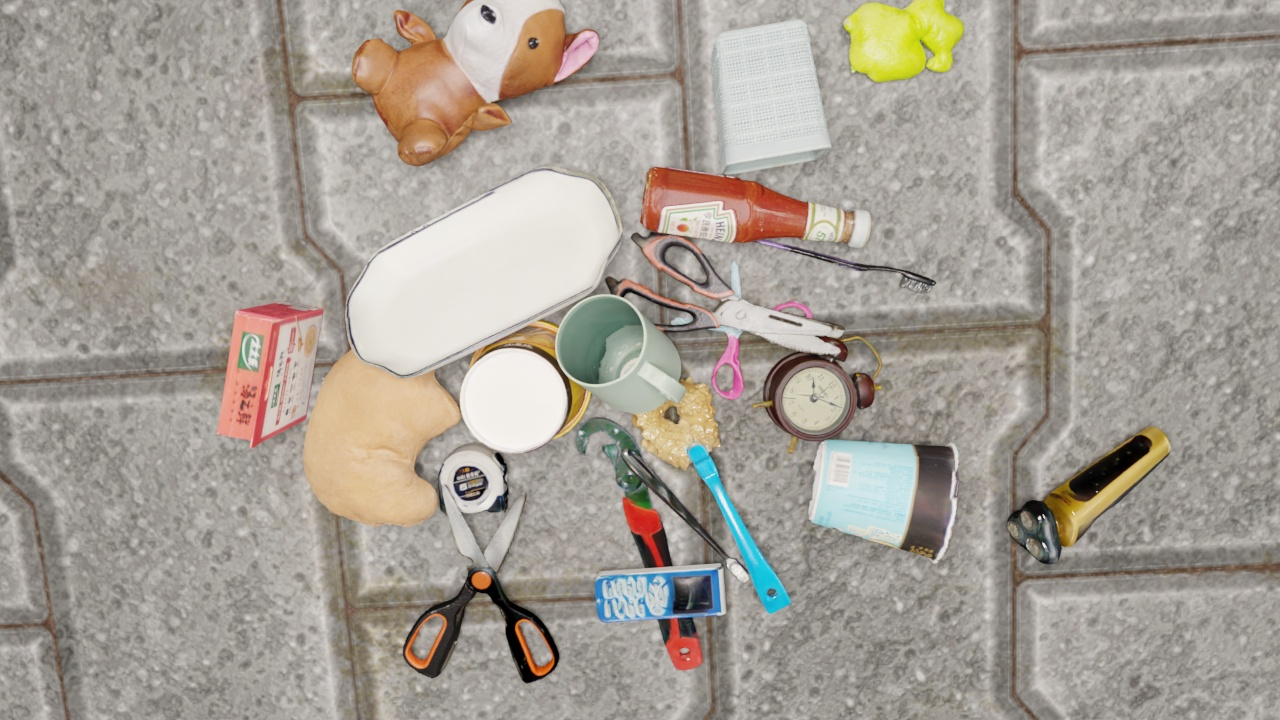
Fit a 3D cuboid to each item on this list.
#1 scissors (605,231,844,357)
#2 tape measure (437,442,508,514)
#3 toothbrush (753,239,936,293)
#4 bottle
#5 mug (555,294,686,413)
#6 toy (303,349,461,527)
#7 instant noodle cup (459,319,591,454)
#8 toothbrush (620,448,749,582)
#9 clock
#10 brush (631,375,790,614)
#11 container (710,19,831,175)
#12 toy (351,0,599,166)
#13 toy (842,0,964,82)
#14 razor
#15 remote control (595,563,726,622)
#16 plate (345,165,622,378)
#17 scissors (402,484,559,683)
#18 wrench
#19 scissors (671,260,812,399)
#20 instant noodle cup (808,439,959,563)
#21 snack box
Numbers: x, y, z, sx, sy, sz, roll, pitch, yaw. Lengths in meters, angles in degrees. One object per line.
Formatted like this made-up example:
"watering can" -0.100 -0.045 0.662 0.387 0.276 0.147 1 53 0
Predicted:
"scissors" 0.079 -0.060 0.841 0.205 0.015 0.198 -22 85 12
"tape measure" -0.161 0.114 0.885 0.066 0.033 0.066 0 101 0
"toothbrush" 0.184 -0.091 0.858 0.189 0.014 0.017 14 111 -1
"bottle" 0.104 -0.133 0.830 0.206 0.059 0.060 8 98 -1
"mug" -0.005 0.005 0.802 0.112 0.106 0.082 32 85 28
"toy" -0.236 0.043 0.857 0.143 0.082 0.226 16 93 1
"instant noodle cup" -0.106 0.027 0.830 0.118 0.114 0.118 0 99 1
"toothbrush" 0.044 0.151 0.887 0.015 0.018 0.181 -43 99 1
"clock" 0.168 0.026 0.854 0.122 0.055 0.082 -38 94 4
"brush" 0.073 0.127 0.871 0.083 0.046 0.254 -29 91 1
"container" 0.108 -0.228 0.802 0.090 0.090 0.111 -10 95 2
"toy" -0.144 -0.263 0.790 0.199 0.130 0.140 -32 91 -4
"toy" 0.234 -0.286 0.819 0.100 0.031 0.096 -42 98 6
"razor" 0.426 0.122 0.866 0.167 0.062 0.067 -38 126 1
"remote control" 0.019 0.223 0.884 0.125 0.024 0.049 -4 98 2
"plate" -0.138 -0.075 0.823 0.266 0.034 0.162 -27 55 3
"scissors" -0.151 0.231 0.897 0.227 0.021 0.221 43 102 -12
"wrench" 0.006 0.181 0.900 0.056 0.016 0.273 -21 98 4
"scissors" 0.095 -0.027 0.869 0.133 0.017 0.134 4 99 5
"instant noodle cup" 0.220 0.122 0.849 0.120 0.111 0.111 9 98 8
"snack box" -0.336 0.009 0.825 0.044 0.127 0.113 13 98 -1
